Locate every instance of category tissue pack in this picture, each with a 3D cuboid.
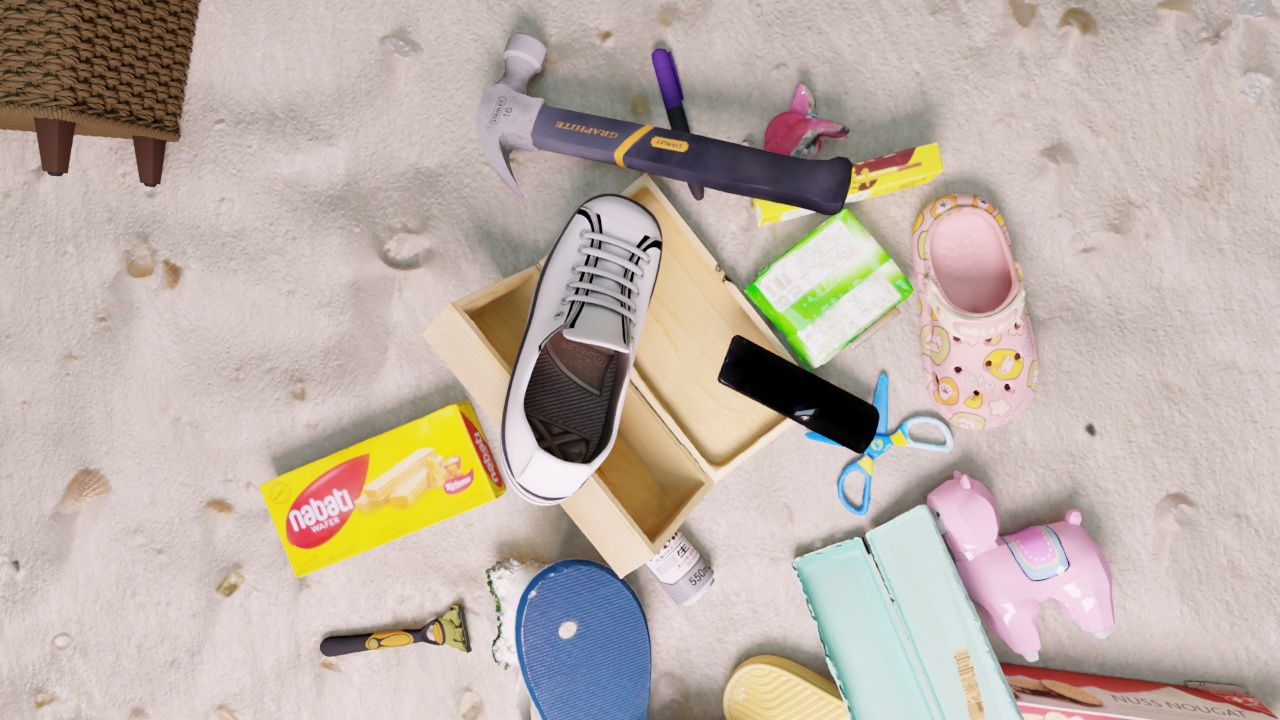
[{"bbox_3d":[0.160,-0.059,0.771,0.114,0.034,0.099,-38,89,2],"label":"tissue pack"}]

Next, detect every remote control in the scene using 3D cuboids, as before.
[{"bbox_3d":[0.131,0.027,0.753,0.140,0.021,0.045,26,66,-10],"label":"remote control"}]

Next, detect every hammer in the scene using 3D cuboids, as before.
[{"bbox_3d":[0.015,-0.175,0.742,0.313,0.035,0.139,14,77,14],"label":"hammer"}]

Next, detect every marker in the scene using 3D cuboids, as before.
[{"bbox_3d":[0.035,-0.203,0.789,0.018,0.015,0.134,-17,92,-21],"label":"marker"}]

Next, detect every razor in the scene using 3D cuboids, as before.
[{"bbox_3d":[-0.227,0.256,0.843,0.144,0.021,0.044,-10,92,9],"label":"razor"}]

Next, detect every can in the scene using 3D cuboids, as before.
[{"bbox_3d":[0.017,0.162,0.799,0.044,0.044,0.106,-41,89,7],"label":"can"}]

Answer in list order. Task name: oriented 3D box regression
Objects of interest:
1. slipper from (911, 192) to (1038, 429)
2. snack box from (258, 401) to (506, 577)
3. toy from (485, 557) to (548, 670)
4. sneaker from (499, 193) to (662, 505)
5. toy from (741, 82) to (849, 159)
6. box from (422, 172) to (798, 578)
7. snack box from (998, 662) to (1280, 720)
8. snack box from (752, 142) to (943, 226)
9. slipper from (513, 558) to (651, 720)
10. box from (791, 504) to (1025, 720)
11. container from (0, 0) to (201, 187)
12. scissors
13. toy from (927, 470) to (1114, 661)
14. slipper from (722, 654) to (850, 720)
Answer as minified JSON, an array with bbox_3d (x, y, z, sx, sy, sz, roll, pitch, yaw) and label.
[{"bbox_3d":[0.276,-0.041,0.742,0.093,0.081,0.197,-8,91,5],"label":"slipper"},{"bbox_3d":[-0.231,0.114,0.822,0.201,0.042,0.092,-22,90,7],"label":"snack box"},{"bbox_3d":[-0.081,0.220,0.816,0.109,0.041,0.095,-2,93,-7],"label":"toy"},{"bbox_3d":[-0.037,-0.021,0.665,0.091,0.097,0.245,23,68,-11],"label":"sneaker"},{"bbox_3d":[0.120,-0.176,0.770,0.102,0.050,0.065,-36,53,10],"label":"toy"},{"bbox_3d":[-0.010,0.009,0.770,0.252,0.119,0.247,-38,90,-19],"label":"box"},{"bbox_3d":[0.378,0.289,0.755,0.273,0.076,0.044,5,98,6],"label":"snack box"},{"bbox_3d":[0.167,-0.143,0.756,0.149,0.061,0.025,-14,91,6],"label":"snack box"},{"bbox_3d":[-0.049,0.295,0.798,0.118,0.060,0.295,-9,108,-18],"label":"slipper"},{"bbox_3d":[0.212,0.226,0.741,0.138,0.055,0.186,-27,63,19],"label":"box"},{"bbox_3d":[-0.563,-0.264,0.770,0.321,0.176,0.205,5,97,6],"label":"container"},{"bbox_3d":[0.205,0.073,0.789,0.127,0.013,0.125,5,95,1],"label":"scissors"},{"bbox_3d":[0.310,0.161,0.758,0.123,0.067,0.157,-22,87,5],"label":"toy"},{"bbox_3d":[0.195,0.336,0.778,0.263,0.078,0.099,26,93,21],"label":"slipper"}]
